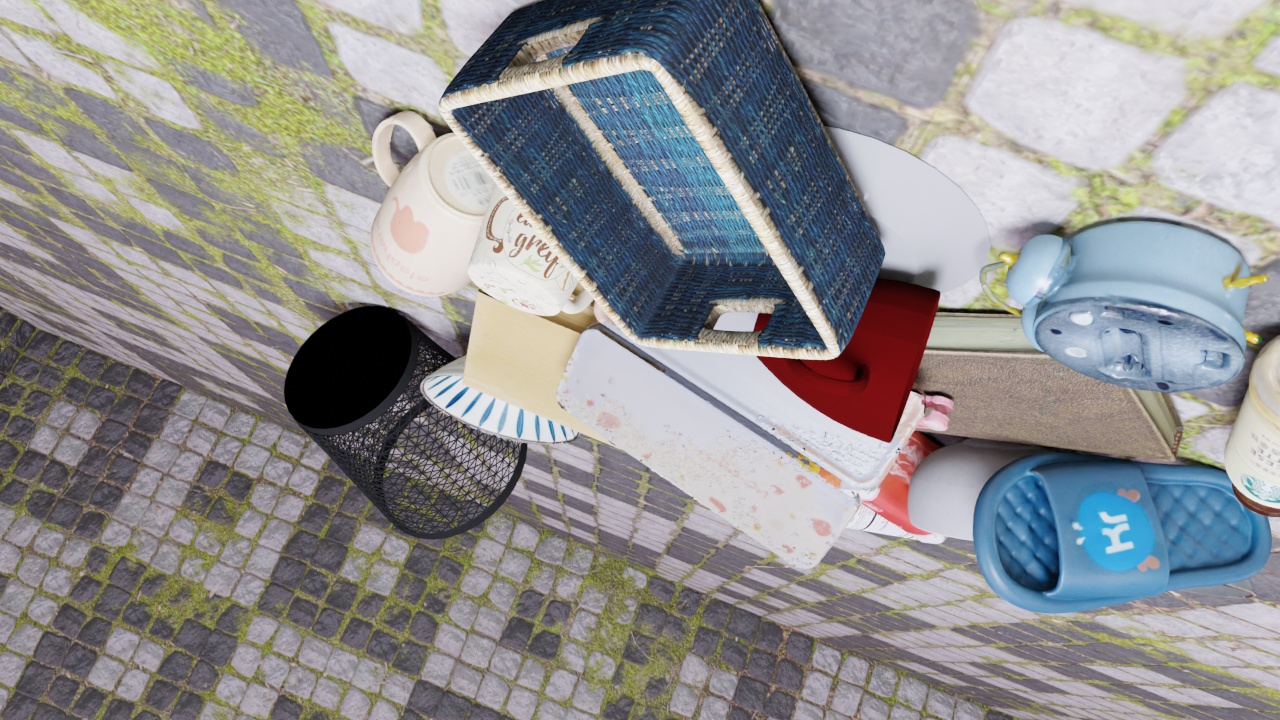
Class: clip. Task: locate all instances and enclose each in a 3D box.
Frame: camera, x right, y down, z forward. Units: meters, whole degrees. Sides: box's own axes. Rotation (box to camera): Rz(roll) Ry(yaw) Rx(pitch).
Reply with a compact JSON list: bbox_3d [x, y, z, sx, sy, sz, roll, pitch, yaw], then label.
[{"bbox_3d":[0.178,0.028,0.606,0.059,0.038,0.022,9,156,40],"label":"clip"}]

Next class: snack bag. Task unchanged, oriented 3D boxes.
[{"bbox_3d":[0.224,0.099,0.775,0.116,0.077,0.036,32,162,-30],"label":"snack bag"}]

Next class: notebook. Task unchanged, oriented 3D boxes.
[{"bbox_3d":[0.232,0.023,0.615,0.216,0.034,0.190,5,157,44],"label":"notebook"}]

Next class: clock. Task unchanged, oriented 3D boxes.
[{"bbox_3d":[0.227,-0.027,0.444,0.125,0.051,0.089,10,160,36],"label":"clock"}]

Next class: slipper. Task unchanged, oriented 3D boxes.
[{"bbox_3d":[0.315,0.105,0.595,0.213,0.103,0.059,-2,159,-10],"label":"slipper"}]

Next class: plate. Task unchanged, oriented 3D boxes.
[{"bbox_3d":[0.105,-0.070,0.516,0.173,0.019,0.173,20,162,6],"label":"plate"}]

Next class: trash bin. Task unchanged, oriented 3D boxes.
[{"bbox_3d":[-0.286,0.069,1.111,0.217,0.216,0.243,13,154,28],"label":"trash bin"}]

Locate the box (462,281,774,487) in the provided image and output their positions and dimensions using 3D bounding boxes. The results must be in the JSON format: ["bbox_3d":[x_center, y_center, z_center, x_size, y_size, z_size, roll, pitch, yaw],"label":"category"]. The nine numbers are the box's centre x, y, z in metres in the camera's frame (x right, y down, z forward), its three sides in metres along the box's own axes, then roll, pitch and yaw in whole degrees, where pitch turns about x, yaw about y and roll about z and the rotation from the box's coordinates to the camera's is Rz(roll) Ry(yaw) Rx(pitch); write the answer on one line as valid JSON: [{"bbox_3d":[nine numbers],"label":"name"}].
[{"bbox_3d":[-0.005,0.005,0.703,0.249,0.122,0.141,22,168,-1],"label":"box"}]

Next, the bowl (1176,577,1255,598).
[{"bbox_3d":[0.393,0.142,0.719,0.151,0.056,0.151,12,169,2],"label":"bowl"}]

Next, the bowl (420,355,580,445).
[{"bbox_3d":[-0.141,0.026,0.991,0.177,0.070,0.177,13,157,5],"label":"bowl"}]

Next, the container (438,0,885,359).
[{"bbox_3d":[0.016,-0.087,0.446,0.145,0.071,0.187,5,146,43],"label":"container"}]

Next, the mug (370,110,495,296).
[{"bbox_3d":[-0.136,-0.111,0.606,0.111,0.085,0.105,54,148,-3],"label":"mug"}]

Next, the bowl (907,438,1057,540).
[{"bbox_3d":[0.270,0.093,0.689,0.132,0.064,0.132,1,-179,0],"label":"bowl"}]

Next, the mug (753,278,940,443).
[{"bbox_3d":[0.105,-0.006,0.501,0.088,0.087,0.113,19,-158,18],"label":"mug"}]

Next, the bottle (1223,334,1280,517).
[{"bbox_3d":[0.349,0.042,0.490,0.057,0.056,0.162,12,160,30],"label":"bottle"}]

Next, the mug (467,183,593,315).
[{"bbox_3d":[-0.050,-0.074,0.560,0.081,0.097,0.122,14,161,24],"label":"mug"}]

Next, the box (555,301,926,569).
[{"bbox_3d":[0.057,0.027,0.602,0.216,0.154,0.058,33,-161,10],"label":"box"}]

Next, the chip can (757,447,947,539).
[{"bbox_3d":[0.178,0.118,0.832,0.210,0.062,0.062,11,165,-13],"label":"chip can"}]
